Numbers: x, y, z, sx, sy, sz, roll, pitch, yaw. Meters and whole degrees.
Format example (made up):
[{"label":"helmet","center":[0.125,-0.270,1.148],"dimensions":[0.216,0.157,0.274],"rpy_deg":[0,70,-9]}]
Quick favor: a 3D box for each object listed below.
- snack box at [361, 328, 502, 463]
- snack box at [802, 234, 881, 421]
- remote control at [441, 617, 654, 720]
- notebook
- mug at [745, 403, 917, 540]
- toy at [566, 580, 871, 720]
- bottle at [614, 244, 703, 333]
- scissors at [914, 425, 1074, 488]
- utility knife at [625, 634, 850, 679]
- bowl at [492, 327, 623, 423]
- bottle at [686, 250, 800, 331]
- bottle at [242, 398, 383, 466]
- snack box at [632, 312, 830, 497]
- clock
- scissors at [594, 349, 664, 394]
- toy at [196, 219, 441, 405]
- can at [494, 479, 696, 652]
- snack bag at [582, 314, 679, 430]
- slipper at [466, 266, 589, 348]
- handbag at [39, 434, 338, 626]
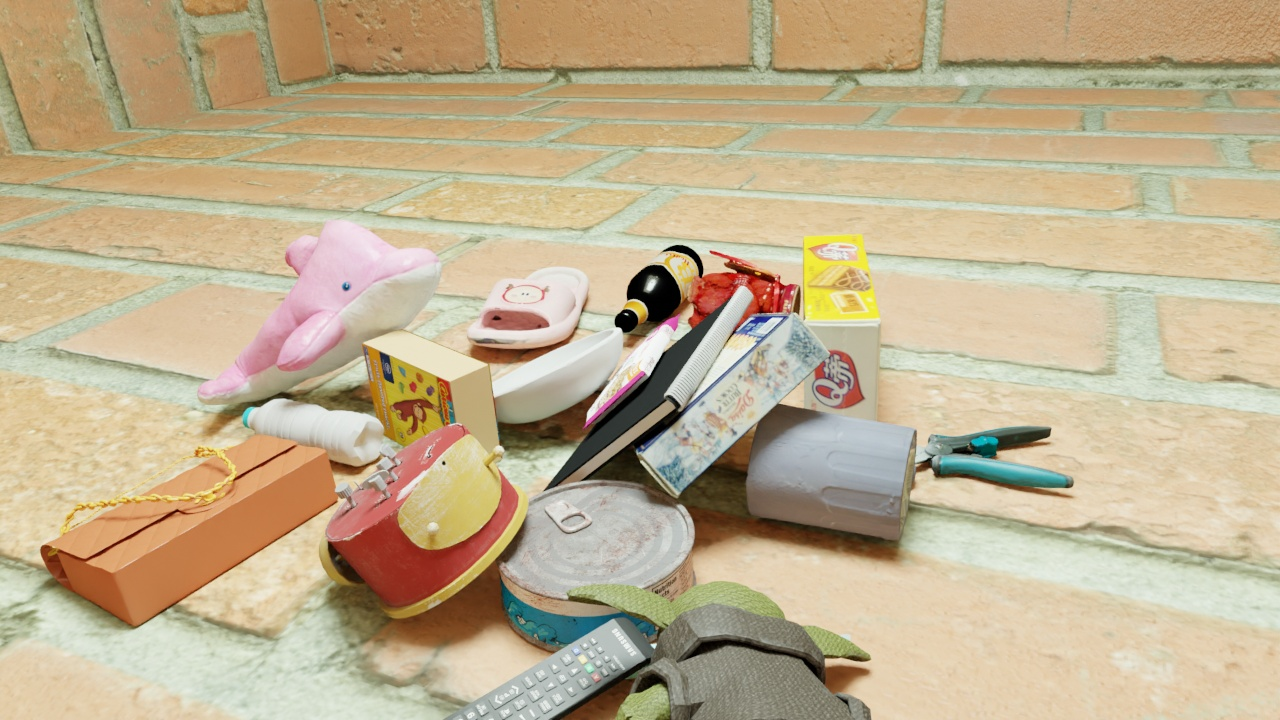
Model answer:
[{"label":"snack box","center":[-0.178,0.034,0.778],"dimensions":[0.126,0.088,0.040],"rpy_deg":[19,33,40]},{"label":"snack box","center":[0.181,-0.032,0.846],"dimensions":[0.062,0.110,0.229],"rpy_deg":[0,25,10]},{"label":"remote control","center":[-0.056,0.186,0.499],"dimensions":[0.146,0.015,0.033],"rpy_deg":[-24,44,-26]},{"label":"notebook","center":[0.009,0.024,0.725],"dimensions":[0.149,0.016,0.206],"rpy_deg":[-40,6,32]},{"label":"mug","center":[0.143,0.079,0.666],"dimensions":[0.104,0.084,0.123],"rpy_deg":[8,0,22]},{"label":"toy","center":[0.053,0.172,0.457],"dimensions":[0.179,0.078,0.152],"rpy_deg":[16,16,-15]},{"label":"bottle","center":[0.016,-0.075,1.023],"dimensions":[0.059,0.059,0.181],"rpy_deg":[7,27,21]},{"label":"scissors","center":[0.265,0.075,0.712],"dimensions":[0.154,0.019,0.124],"rpy_deg":[-14,25,-17]},{"label":"utility knife","center":[0.043,0.173,0.539],"dimensions":[0.165,0.015,0.022],"rpy_deg":[-3,39,-5]},{"label":"bowl","center":[-0.077,0.021,0.816],"dimensions":[0.149,0.043,0.149],"rpy_deg":[-25,8,4]},{"label":"bottle","center":[0.103,-0.056,0.928],"dimensions":[0.111,0.099,0.098],"rpy_deg":[7,27,16]},{"label":"bottle","center":[-0.286,0.060,0.791],"dimensions":[0.136,0.044,0.044],"rpy_deg":[8,27,23]},{"label":"snack box","center":[0.058,0.026,0.681],"dimensions":[0.145,0.042,0.144],"rpy_deg":[-43,5,-1]},{"label":"clock","center":[-0.156,0.098,0.606],"dimensions":[0.159,0.081,0.116],"rpy_deg":[-18,25,42]},{"label":"scissors","center":[0.015,0.012,0.891],"dimensions":[0.175,0.014,0.141],"rpy_deg":[-13,23,-15]},{"label":"toy","center":[-0.298,-0.051,0.846],"dimensions":[0.266,0.128,0.186],"rpy_deg":[-31,1,22]},{"label":"can","center":[-0.029,0.131,0.600],"dimensions":[0.130,0.044,0.129],"rpy_deg":[-3,25,1]},{"label":"snack bag","center":[-0.005,0.005,0.809],"dimensions":[0.070,0.016,0.196],"rpy_deg":[-44,5,20]},{"label":"slipper","center":[-0.116,-0.064,1.023],"dimensions":[0.107,0.056,0.221],"rpy_deg":[5,25,14]},{"label":"handbag","center":[-0.332,0.108,0.680],"dimensions":[0.109,0.060,0.171],"rpy_deg":[8,27,33]}]
